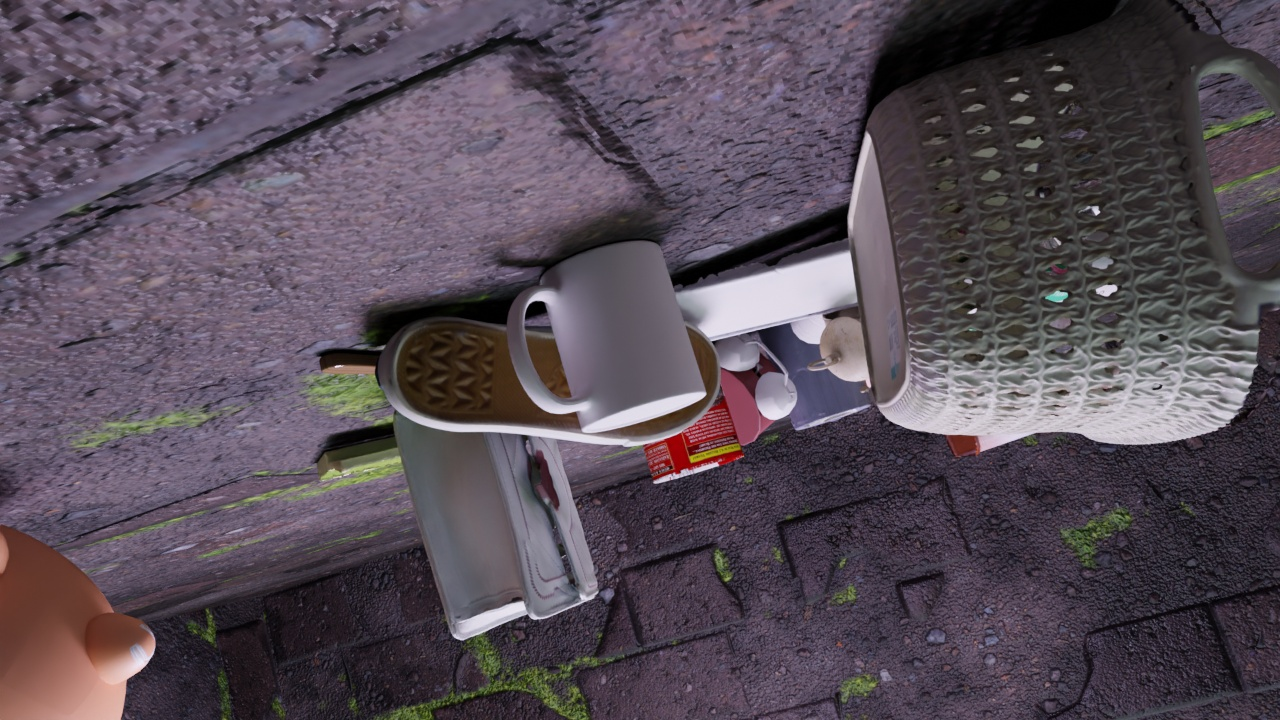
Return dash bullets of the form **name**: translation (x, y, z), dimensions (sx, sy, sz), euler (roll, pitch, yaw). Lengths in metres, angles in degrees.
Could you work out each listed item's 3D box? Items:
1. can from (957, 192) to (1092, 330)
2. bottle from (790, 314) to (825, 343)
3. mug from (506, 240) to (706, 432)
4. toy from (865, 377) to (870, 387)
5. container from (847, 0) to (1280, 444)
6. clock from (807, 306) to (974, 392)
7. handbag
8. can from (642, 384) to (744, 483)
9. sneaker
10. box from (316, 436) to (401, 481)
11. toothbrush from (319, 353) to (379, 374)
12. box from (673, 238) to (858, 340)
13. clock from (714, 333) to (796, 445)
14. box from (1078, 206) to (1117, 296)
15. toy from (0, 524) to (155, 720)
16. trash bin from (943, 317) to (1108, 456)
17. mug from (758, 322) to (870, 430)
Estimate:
- **can**: translation (0.253, -0.060, 0.710), dimensions (0.088, 0.088, 0.166), euler (-11, 169, -30)
- **bottle**: translation (0.153, -0.042, 0.771), dimensions (0.044, 0.044, 0.136), euler (-17, 170, -2)
- **mug**: translation (-0.025, -0.010, 0.515), dimensions (0.110, 0.090, 0.074), euler (-9, 167, -40)
- **toy**: translation (0.314, 0.012, 1.331), dimensions (0.108, 0.053, 0.105), euler (-14, 159, -13)
- **container**: translation (0.182, -0.045, 0.440), dimensions (0.143, 0.184, 0.251), euler (-9, 172, 9)
- **clock**: translation (0.168, -0.015, 0.647), dimensions (0.140, 0.054, 0.093), euler (-25, -167, -34)
- **handbag**: translation (-0.107, 0.113, 0.751), dimensions (0.096, 0.198, 0.141), euler (-22, 170, 21)
- **can**: translation (0.036, 0.044, 0.836), dimensions (0.086, 0.116, 0.087), euler (-16, 170, -3)
- **sneaker**: translation (-0.057, 0.014, 0.591), dimensions (0.235, 0.087, 0.079), euler (1, 174, -32)
- **box**: translation (-0.209, 0.082, 0.887), dimensions (0.186, 0.030, 0.139), euler (-12, 175, -27)
- **toothbrush**: translation (-0.149, 0.006, 0.615), dimensions (0.016, 0.016, 0.166), euler (-20, 169, 25)
- **box**: translation (0.108, -0.048, 0.639), dimensions (0.210, 0.045, 0.128), euler (-12, 169, 18)
- **clock**: translation (0.098, 0.027, 0.888), dimensions (0.048, 0.096, 0.138), euler (-36, 170, -34)
- **box**: translation (0.366, -0.092, 0.769), dimensions (0.165, 0.094, 0.084), euler (-4, 163, -20)
- **toy**: translation (-0.477, 0.224, 0.598), dimensions (0.281, 0.263, 0.265), euler (-36, -150, 5)
- **trash bin**: translation (0.398, -0.003, 1.014), dimensions (0.157, 0.181, 0.259), euler (-20, 169, 9)
- **mug**: translation (0.178, 0.010, 0.925), dimensions (0.084, 0.104, 0.124), euler (-20, 169, 11)
